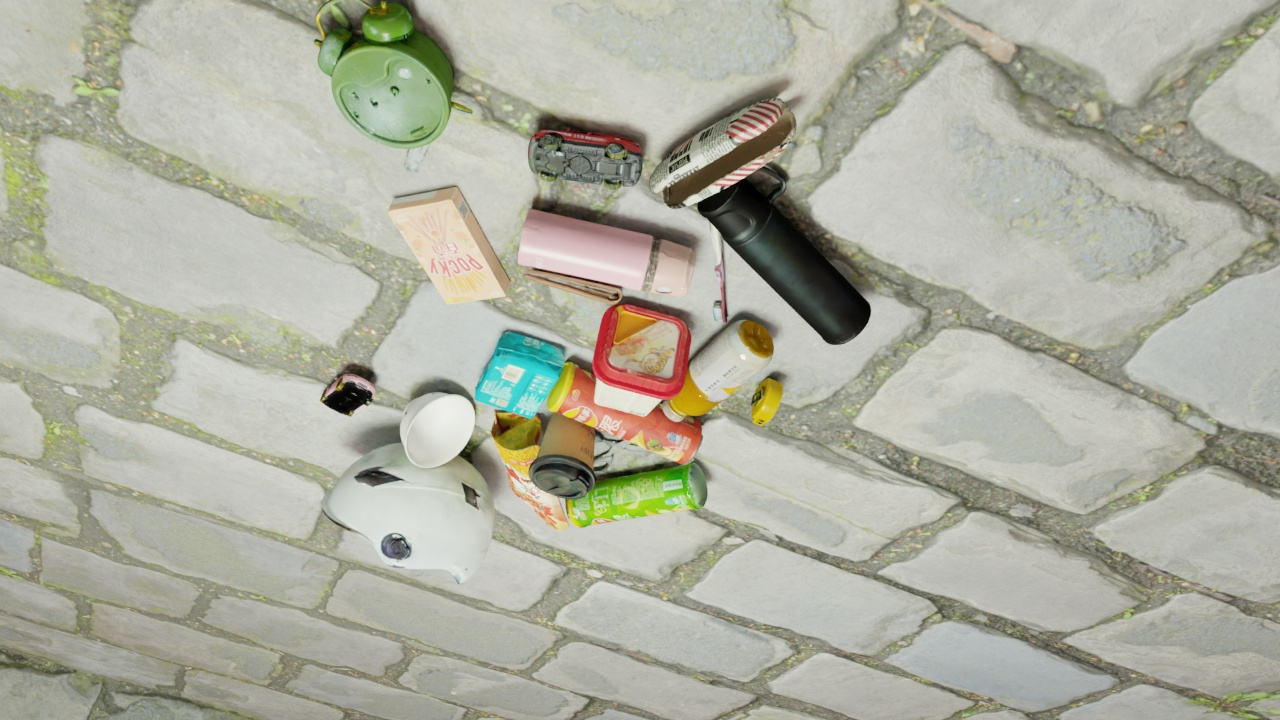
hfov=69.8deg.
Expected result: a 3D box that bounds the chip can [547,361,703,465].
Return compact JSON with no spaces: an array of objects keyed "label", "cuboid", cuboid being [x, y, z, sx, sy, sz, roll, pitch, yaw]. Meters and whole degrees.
[{"label":"chip can","cuboid":[-0.020,0.076,1.270,0.216,0.073,0.073,25,137,-19]}]

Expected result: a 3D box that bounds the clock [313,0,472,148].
[{"label":"clock","cuboid":[-0.251,-0.285,0.904,0.116,0.056,0.161,-16,134,25]}]

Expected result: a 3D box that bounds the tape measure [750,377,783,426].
[{"label":"tape measure","cuboid":[0.165,0.051,1.218,0.029,0.059,0.057,22,139,-8]}]

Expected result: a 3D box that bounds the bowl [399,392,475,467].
[{"label":"bowl","cuboid":[-0.306,0.089,1.329,0.065,0.118,0.118,32,153,36]}]

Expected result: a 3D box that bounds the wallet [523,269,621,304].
[{"label":"wallet","cuboid":[-0.079,-0.087,1.088,0.115,0.020,0.101,14,-179,-4]}]

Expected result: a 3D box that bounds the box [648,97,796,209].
[{"label":"box","cuboid":[0.074,-0.217,0.923,0.164,0.075,0.073,-25,134,35]}]

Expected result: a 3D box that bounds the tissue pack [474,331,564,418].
[{"label":"tissue pack","cuboid":[-0.166,0.023,1.250,0.093,0.050,0.134,20,139,-15]}]

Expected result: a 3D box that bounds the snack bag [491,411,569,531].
[{"label":"snack bag","cuboid":[-0.170,0.169,1.396,0.129,0.073,0.208,31,146,31]}]

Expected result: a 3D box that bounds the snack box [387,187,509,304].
[{"label":"snack box","cuboid":[-0.226,-0.133,1.098,0.084,0.026,0.157,-7,137,17]}]

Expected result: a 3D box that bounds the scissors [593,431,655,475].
[{"label":"scissors","cuboid":[-0.035,0.132,1.382,0.180,0.014,0.160,14,139,-8]}]

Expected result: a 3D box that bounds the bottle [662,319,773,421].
[{"label":"bottle","cuboid":[0.094,0.020,1.187,0.068,0.067,0.190,26,136,-20]}]

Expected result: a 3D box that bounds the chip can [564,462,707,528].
[{"label":"chip can","cuboid":[-0.005,0.209,1.421,0.222,0.072,0.072,-13,135,24]}]

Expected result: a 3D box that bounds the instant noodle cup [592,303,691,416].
[{"label":"instant noodle cup","cuboid":[-0.007,0.007,1.166,0.116,0.116,0.124,15,150,-7]}]

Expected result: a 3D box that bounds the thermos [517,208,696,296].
[{"label":"thermos","cuboid":[-0.039,-0.118,1.059,0.198,0.067,0.087,12,159,-5]}]

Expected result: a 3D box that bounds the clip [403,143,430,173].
[{"label":"clip","cuboid":[-0.241,-0.231,0.994,0.024,0.027,0.056,23,128,-18]}]

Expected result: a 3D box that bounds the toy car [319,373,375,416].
[{"label":"toy car","cuboid":[-0.425,0.048,1.337,0.056,0.037,0.123,35,146,-24]}]

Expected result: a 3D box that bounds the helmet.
[{"label":"helmet","cuboid":[-0.330,0.205,1.389,0.258,0.229,0.146,27,98,-17]}]

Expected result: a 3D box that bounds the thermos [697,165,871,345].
[{"label":"thermos","cuboid":[0.171,-0.118,1.020,0.090,0.068,0.242,-40,122,16]}]

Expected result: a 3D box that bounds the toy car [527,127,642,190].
[{"label":"toy car","cuboid":[-0.058,-0.213,0.961,0.120,0.045,0.053,6,138,-5]}]

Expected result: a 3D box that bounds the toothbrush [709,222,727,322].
[{"label":"toothbrush","cuboid":[0.089,-0.111,1.079,0.017,0.016,0.188,8,141,16]}]

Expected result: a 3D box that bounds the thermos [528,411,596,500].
[{"label":"thermos","cuboid":[-0.101,0.122,1.281,0.093,0.143,0.093,6,139,5]}]
